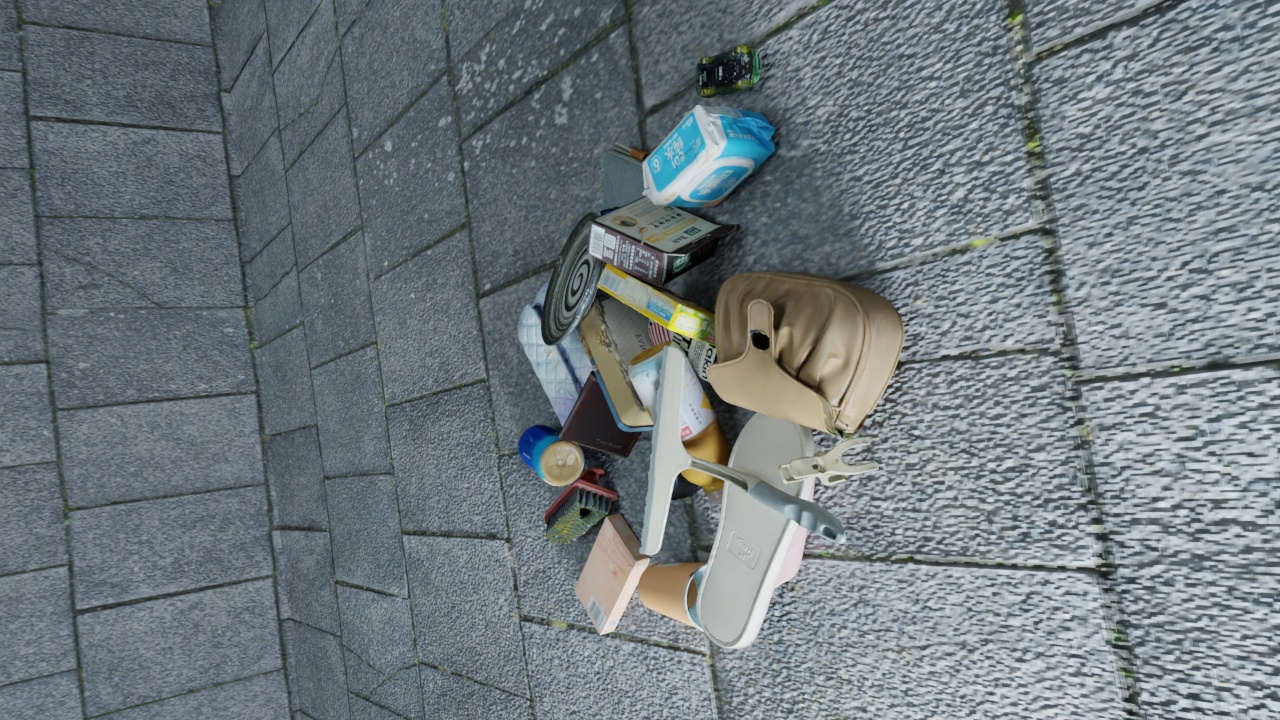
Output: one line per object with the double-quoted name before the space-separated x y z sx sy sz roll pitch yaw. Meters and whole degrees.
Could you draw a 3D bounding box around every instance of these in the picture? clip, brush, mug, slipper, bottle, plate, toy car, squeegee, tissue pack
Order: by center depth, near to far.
"clip" 0.174 0.104 0.887 0.093 0.103 0.035 121 134 -71
"squeegee" 0.111 0.130 0.937 0.247 0.039 0.247 20 111 41
"slipper" 0.129 0.179 0.981 0.114 0.054 0.274 24 104 46
"tissue pack" 0.072 -0.213 0.983 0.140 0.089 0.063 -37 64 49
"toy car" 0.095 -0.308 0.984 0.091 0.036 0.043 6 98 55
"bottle" 0.053 0.072 1.031 0.068 0.067 0.189 -16 104 54
"mug" 0.052 0.274 1.089 0.123 0.078 0.078 -11 86 59
"plate" -0.080 -0.099 1.157 0.180 0.024 0.179 -51 29 43
"brush" -0.091 0.205 1.291 0.146 0.063 0.069 -48 26 47
"bottle" -0.137 0.126 1.308 0.219 0.065 0.065 -165 73 -71

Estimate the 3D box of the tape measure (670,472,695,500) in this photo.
"tape measure" 0.041 0.141 1.114 0.058 0.039 0.057 34 121 53

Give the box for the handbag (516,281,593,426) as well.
"handbag" -0.098 -0.009 1.253 0.193 0.075 0.134 60 137 31

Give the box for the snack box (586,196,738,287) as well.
"snack box" 0.024 -0.135 1.017 0.126 0.113 0.053 29 129 25

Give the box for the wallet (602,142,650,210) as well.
"wallet" 0.000 -0.206 1.129 0.130 0.036 0.107 35 133 47

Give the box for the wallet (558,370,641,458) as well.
"wallet" -0.040 0.071 1.180 0.020 0.096 0.123 -82 16 -50

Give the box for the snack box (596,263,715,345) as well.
"snack box" 0.025 -0.061 1.010 0.140 0.086 0.034 36 104 46

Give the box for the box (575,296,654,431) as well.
"box" -0.007 0.006 1.118 0.060 0.089 0.184 -50 51 42

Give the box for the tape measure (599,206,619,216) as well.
"tape measure" -0.030 -0.161 1.140 0.054 0.025 0.058 9 119 71

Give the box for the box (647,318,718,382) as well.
"box" 0.060 -0.022 1.055 0.164 0.057 0.071 29 131 47

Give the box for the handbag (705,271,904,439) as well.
"handbag" 0.147 -0.012 0.895 0.205 0.099 0.148 15 100 52

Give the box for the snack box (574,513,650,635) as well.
"snack box" -0.042 0.293 1.255 0.084 0.026 0.158 52 133 37
